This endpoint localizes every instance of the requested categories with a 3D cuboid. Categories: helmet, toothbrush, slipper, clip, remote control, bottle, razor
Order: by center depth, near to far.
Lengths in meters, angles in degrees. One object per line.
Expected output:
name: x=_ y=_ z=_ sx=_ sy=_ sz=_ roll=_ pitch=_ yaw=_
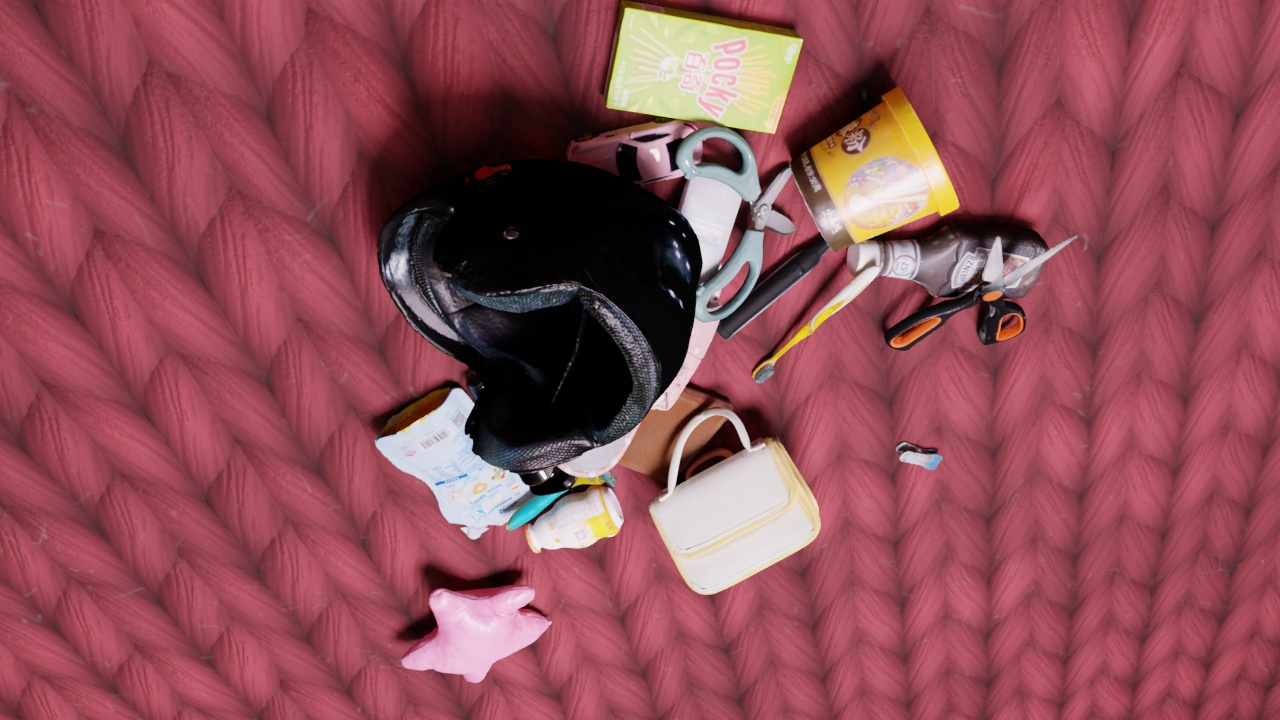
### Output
helmet: x=-0.081 y=-0.056 z=0.774 sx=0.275 sy=0.229 sz=0.234 roll=27 pitch=140 yaw=23
remote control: x=0.054 y=-0.114 z=0.855 sx=0.056 sy=0.020 sz=0.136 roll=13 pitch=101 yaw=-20
toothbrush: x=0.159 y=-0.095 z=0.910 sx=0.213 sy=0.027 sz=0.026 roll=-40 pitch=91 yaw=18
slipper: x=-0.005 y=0.005 z=0.911 sx=0.114 sy=0.054 sz=0.275 roll=25 pitch=106 yaw=-23
bottle: x=0.306 y=-0.100 z=0.923 sx=0.194 sy=0.044 sz=0.080 roll=1 pitch=132 yaw=-10
toothbrush: x=0.177 y=-0.033 z=0.939 sx=0.016 sy=0.018 sz=0.192 roll=20 pitch=133 yaw=-29
razor: x=-0.127 y=0.072 z=0.965 sx=0.062 sy=0.067 sz=0.167 roll=-17 pitch=120 yaw=27
razor: x=-0.093 y=0.150 z=1.016 sx=0.132 sy=0.028 sz=0.043 roll=-31 pitch=121 yaw=6
bottle: x=-0.077 y=0.184 z=1.045 sx=0.108 sy=0.063 sz=0.063 roll=-23 pitch=126 yaw=6
clip: x=0.332 y=0.114 z=1.099 sx=0.058 sy=0.036 sz=0.026 roll=13 pitch=124 yaw=-23

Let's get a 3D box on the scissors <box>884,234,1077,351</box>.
scissors: x=0.345 y=-0.062 z=0.924 sx=0.222 sy=0.021 sz=0.227 roll=-27 pitch=148 yaw=35

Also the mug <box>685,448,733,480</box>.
mug: x=0.108 y=0.153 z=1.055 sx=0.106 sy=0.081 sz=0.114 roll=-37 pitch=94 yaw=14

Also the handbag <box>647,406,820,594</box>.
handbag: x=0.088 y=0.144 z=0.983 sx=0.163 sy=0.063 sz=0.179 roll=-30 pitch=96 yaw=10

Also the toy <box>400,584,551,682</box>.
toy: x=-0.195 y=0.338 z=1.132 sx=0.178 sy=0.074 sz=0.195 roll=6 pitch=128 yaw=-27

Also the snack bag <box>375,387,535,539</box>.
snack bag: x=-0.189 y=0.116 z=0.990 sx=0.110 sy=0.039 sz=0.191 roll=-38 pitch=127 yaw=-5

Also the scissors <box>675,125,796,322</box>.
scissors: x=0.076 y=-0.120 z=0.834 sx=0.171 sy=0.019 sz=0.170 roll=24 pitch=92 yaw=-42

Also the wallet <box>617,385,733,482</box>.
wallet: x=0.028 y=0.076 z=1.009 sx=0.101 sy=0.032 sz=0.125 roll=25 pitch=118 yaw=-28

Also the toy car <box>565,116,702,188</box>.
toy car: x=-0.005 y=-0.180 z=0.813 sx=0.122 sy=0.037 sz=0.056 roll=-13 pitch=125 yaw=0

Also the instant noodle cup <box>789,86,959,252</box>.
instant noodle cup: x=0.205 y=-0.163 z=0.820 sx=0.115 sy=0.118 sz=0.118 roll=-26 pitch=126 yaw=19

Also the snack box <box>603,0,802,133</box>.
snack box: x=0.052 y=-0.248 z=0.780 sx=0.156 sy=0.026 sz=0.086 roll=5 pitch=125 yaw=-14
